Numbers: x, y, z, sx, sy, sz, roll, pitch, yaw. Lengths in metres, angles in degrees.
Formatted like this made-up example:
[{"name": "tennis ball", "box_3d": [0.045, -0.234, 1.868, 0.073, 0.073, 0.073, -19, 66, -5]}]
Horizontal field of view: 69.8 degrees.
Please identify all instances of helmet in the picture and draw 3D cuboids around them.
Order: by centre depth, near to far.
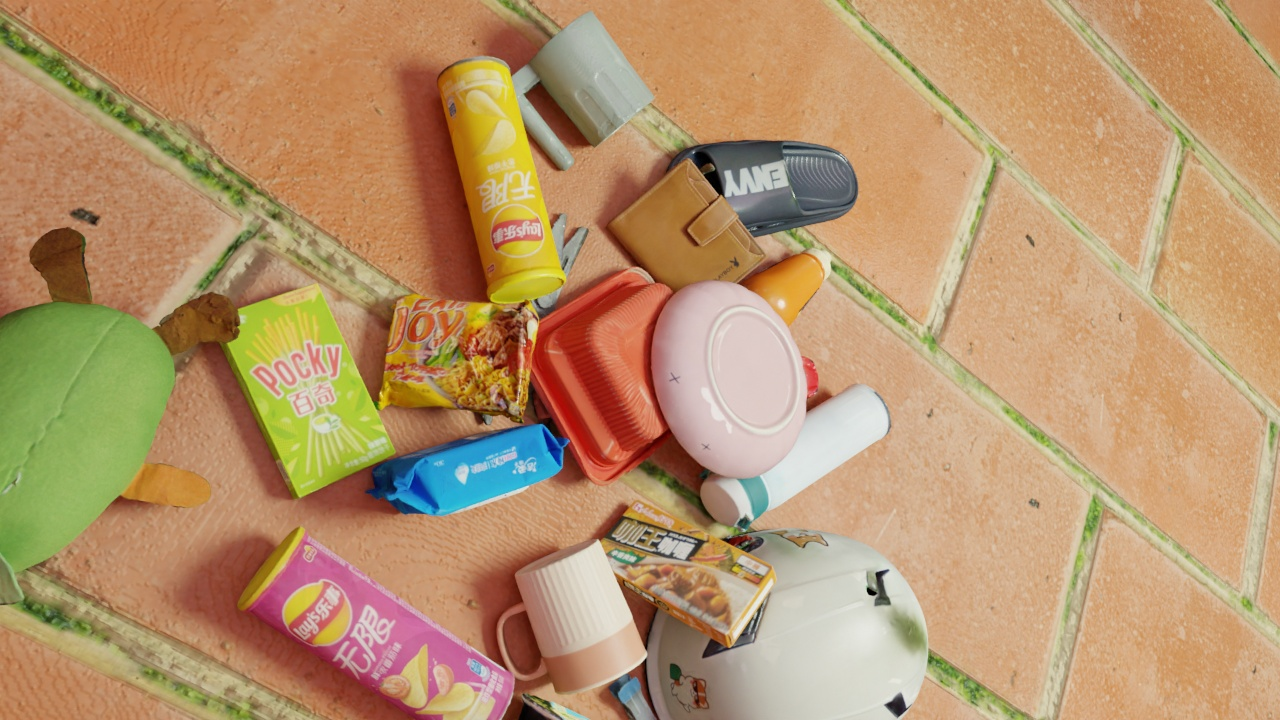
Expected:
[{"name": "helmet", "box_3d": [0.157, 0.266, 0.843, 0.273, 0.157, 0.230, -8, 82, -30]}]

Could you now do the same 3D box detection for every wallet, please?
[{"name": "wallet", "box_3d": [0.052, -0.125, 0.922, 0.119, 0.035, 0.130, -39, 100, 10]}]

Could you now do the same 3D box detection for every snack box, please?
[{"name": "snack box", "box_3d": [-0.270, 0.023, 0.739, 0.085, 0.026, 0.156, -25, 90, -32]}, {"name": "snack box", "box_3d": [0.036, 0.184, 0.809, 0.075, 0.154, 0.026, -48, 141, -28]}]

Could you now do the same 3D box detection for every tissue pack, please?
[{"name": "tissue pack", "box_3d": [-0.143, 0.092, 0.754, 0.156, 0.095, 0.052, -15, 92, -31]}]

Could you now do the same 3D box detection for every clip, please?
[{"name": "clip", "box_3d": [-0.004, 0.311, 0.825, 0.026, 0.042, 0.058, -35, 99, -32]}]

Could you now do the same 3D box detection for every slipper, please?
[{"name": "slipper", "box_3d": [0.146, -0.197, 0.990, 0.267, 0.083, 0.110, -11, 82, -31]}]

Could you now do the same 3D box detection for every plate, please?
[{"name": "plate", "box_3d": [0.094, 0.012, 0.854, 0.192, 0.039, 0.192, 14, 68, -37]}]

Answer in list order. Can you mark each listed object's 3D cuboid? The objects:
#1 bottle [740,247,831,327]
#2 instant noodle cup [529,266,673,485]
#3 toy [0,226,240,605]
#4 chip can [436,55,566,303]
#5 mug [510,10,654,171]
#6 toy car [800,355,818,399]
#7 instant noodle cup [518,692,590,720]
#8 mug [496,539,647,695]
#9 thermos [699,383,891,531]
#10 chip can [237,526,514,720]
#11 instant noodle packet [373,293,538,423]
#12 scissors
[{"name": "bottle", "box_3d": [0.161, -0.082, 0.986, 0.149, 0.067, 0.067, -37, 97, -38]}, {"name": "instant noodle cup", "box_3d": [-0.005, 0.005, 0.854, 0.188, 0.079, 0.164, -37, 101, -41]}, {"name": "toy", "box_3d": [-0.400, 0.037, 0.629, 0.227, 0.090, 0.246, 30, 69, -19]}, {"name": "chip can", "box_3d": [-0.126, -0.162, 0.828, 0.072, 0.072, 0.213, -9, 79, -30]}, {"name": "mug", "box_3d": [-0.063, -0.261, 0.899, 0.124, 0.083, 0.103, -41, 101, -3]}, {"name": "toy car", "box_3d": [0.148, 0.019, 0.970, 0.106, 0.031, 0.049, -2, 80, -31]}, {"name": "instant noodle cup", "box_3d": [-0.070, 0.347, 0.733, 0.111, 0.111, 0.120, 31, 72, -19]}, {"name": "mug", "box_3d": [-0.067, 0.222, 0.782, 0.114, 0.081, 0.106, -22, 87, -2]}, {"name": "thermos", "box_3d": [0.157, 0.095, 0.937, 0.223, 0.073, 0.073, -26, 91, -31]}, {"name": "chip can", "box_3d": [-0.199, 0.217, 0.706, 0.210, 0.072, 0.071, 40, 62, -16]}, {"name": "instant noodle packet", "box_3d": [-0.155, -0.006, 0.777, 0.128, 0.044, 0.110, 5, 72, 4]}, {"name": "scissors", "box_3d": [-0.088, -0.034, 0.861, 0.201, 0.015, 0.206, -27, 91, -31]}]
